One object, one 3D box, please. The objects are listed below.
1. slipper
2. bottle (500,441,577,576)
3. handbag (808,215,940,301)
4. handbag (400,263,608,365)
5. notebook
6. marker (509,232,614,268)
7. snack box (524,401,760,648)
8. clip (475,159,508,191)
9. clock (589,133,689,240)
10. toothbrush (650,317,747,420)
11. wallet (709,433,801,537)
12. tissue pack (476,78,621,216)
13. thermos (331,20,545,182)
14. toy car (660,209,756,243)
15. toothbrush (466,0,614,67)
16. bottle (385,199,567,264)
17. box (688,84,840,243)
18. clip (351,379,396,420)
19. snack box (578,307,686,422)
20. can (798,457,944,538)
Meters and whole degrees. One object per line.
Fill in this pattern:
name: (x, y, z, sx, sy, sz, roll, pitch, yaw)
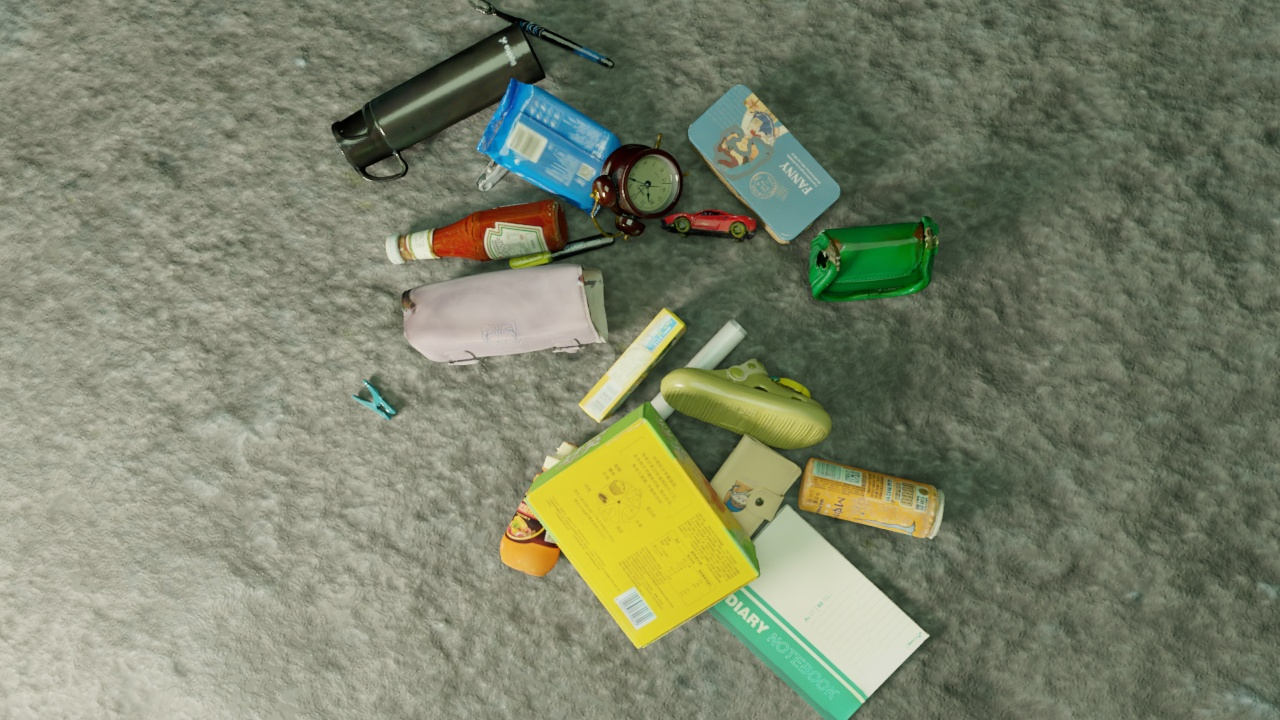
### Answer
slipper: (0.118, 0.034, 0.989, 0.190, 0.092, 0.081, 17, 66, -5)
bottle: (-0.104, 0.162, 1.026, 0.067, 0.067, 0.149, 20, 84, 5)
handbag: (0.244, -0.107, 0.966, 0.131, 0.120, 0.068, -5, 83, 7)
handbag: (-0.140, -0.050, 0.988, 0.197, 0.145, 0.098, -6, 86, 6)
notebook: (0.190, 0.284, 1.018, 0.209, 0.012, 0.150, 42, 94, 5)
marker: (-0.090, -0.125, 1.049, 0.124, 0.015, 0.018, -14, 87, 4)
snack box: (0.004, 0.172, 0.964, 0.158, 0.070, 0.210, -34, 98, 10)
clip: (-0.166, -0.217, 1.053, 0.058, 0.027, 0.045, -43, 68, 12)
clock: (-0.007, -0.186, 1.003, 0.121, 0.055, 0.082, -46, 120, -11)
toothbrush: (0.035, 0.040, 1.029, 0.221, 0.026, 0.026, -46, 68, 4)
wallet: (0.116, 0.146, 1.003, 0.087, 0.024, 0.115, 30, 102, -19)
tissue pack: (-0.094, -0.235, 1.021, 0.157, 0.052, 0.095, 28, 90, -16)
thermos: (-0.224, -0.287, 1.043, 0.243, 0.068, 0.090, -27, 101, 6)
toy car: (0.075, -0.151, 1.017, 0.106, 0.049, 0.031, 4, 89, 6)
toothbrush: (-0.116, -0.378, 1.056, 0.189, 0.016, 0.014, 26, 99, 4)
bottle: (-0.187, -0.140, 1.039, 0.206, 0.059, 0.059, -7, 88, 10)
box: (0.138, -0.208, 1.008, 0.090, 0.059, 0.184, -44, 84, 4)
clip: (-0.308, 0.048, 1.068, 0.056, 0.013, 0.039, 37, 93, 4)
snack box: (-0.006, 0.006, 1.003, 0.034, 0.087, 0.140, 44, 93, 4)
can: (0.247, 0.149, 0.991, 0.146, 0.058, 0.058, 13, 90, 6)
